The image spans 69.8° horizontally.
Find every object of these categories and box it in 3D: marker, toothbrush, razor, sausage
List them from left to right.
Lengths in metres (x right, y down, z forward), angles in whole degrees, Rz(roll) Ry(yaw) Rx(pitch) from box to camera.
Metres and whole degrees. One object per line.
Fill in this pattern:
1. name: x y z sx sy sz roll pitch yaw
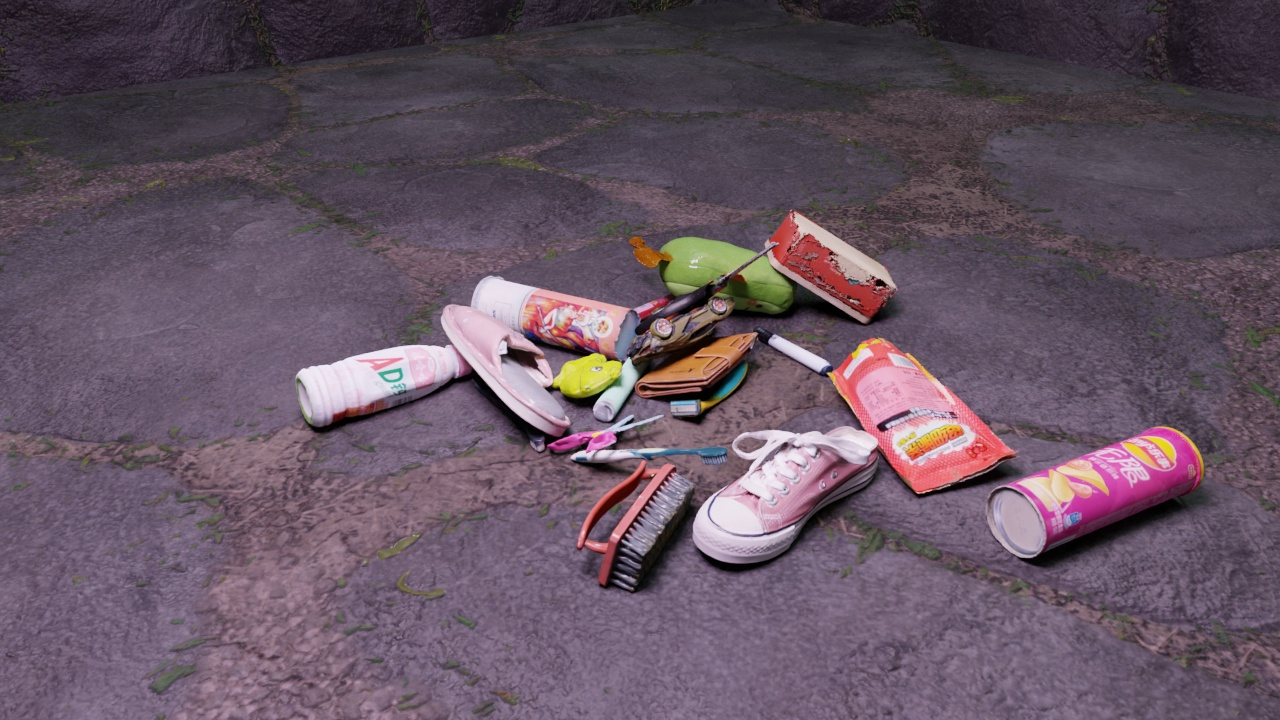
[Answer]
1. toothbrush: -0.154 0.057 1.050 0.015 0.018 0.181 -23 35 -25
2. toothbrush: -0.007 0.007 1.122 0.027 0.026 0.223 -28 16 32
3. sausage: -0.004 -0.063 1.249 0.155 0.020 0.020 -24 38 -35
4. toothbrush: 0.005 0.098 0.924 0.192 0.018 0.016 -6 21 35
5. razor: 0.089 0.033 1.073 0.043 0.028 0.132 -9 18 44
6. marker: 0.193 -0.014 1.165 0.022 0.018 0.131 -12 30 -37

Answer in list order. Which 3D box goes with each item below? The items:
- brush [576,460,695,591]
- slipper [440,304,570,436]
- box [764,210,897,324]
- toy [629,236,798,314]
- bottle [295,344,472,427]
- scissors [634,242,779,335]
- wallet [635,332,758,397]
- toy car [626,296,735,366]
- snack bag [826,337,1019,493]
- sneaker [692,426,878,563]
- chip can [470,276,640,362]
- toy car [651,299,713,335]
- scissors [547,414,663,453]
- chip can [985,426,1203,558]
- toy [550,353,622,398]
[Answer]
1. brush: -0.002 0.142 0.853 0.069 0.063 0.145 25 35 14
2. slipper: -0.154 -0.004 1.072 0.114 0.054 0.274 32 8 -42
3. box: 0.260 -0.132 1.232 0.168 0.080 0.091 29 26 -15
4. toy: 0.102 -0.117 1.245 0.246 0.090 0.227 13 7 -4
5. bottle: -0.292 0.020 1.065 0.196 0.068 0.068 -17 34 -32
6. scissors: 0.089 -0.089 1.106 0.235 0.021 0.136 -30 -8 22
7. wallet: 0.075 0.004 1.094 0.119 0.035 0.130 -10 18 40
8. toy car: 0.052 -0.037 1.100 0.157 0.042 0.070 -26 -6 -28
9. snack bag: 0.296 0.059 1.001 0.128 0.073 0.207 -12 37 -12
10. sneaker: 0.146 0.109 0.883 0.240 0.088 0.118 -23 37 -34
11. chip can: -0.110 -0.054 1.183 0.215 0.071 0.071 14 33 22
12. toy car: 0.057 -0.056 1.218 0.091 0.036 0.043 17 32 35
13. scissors: -0.041 0.079 0.991 0.125 0.017 0.133 -11 8 23
14. chip can: 0.433 0.123 0.874 0.210 0.071 0.071 -14 33 -22
15. toy: -0.064 0.019 1.078 0.097 0.031 0.100 -22 20 12
